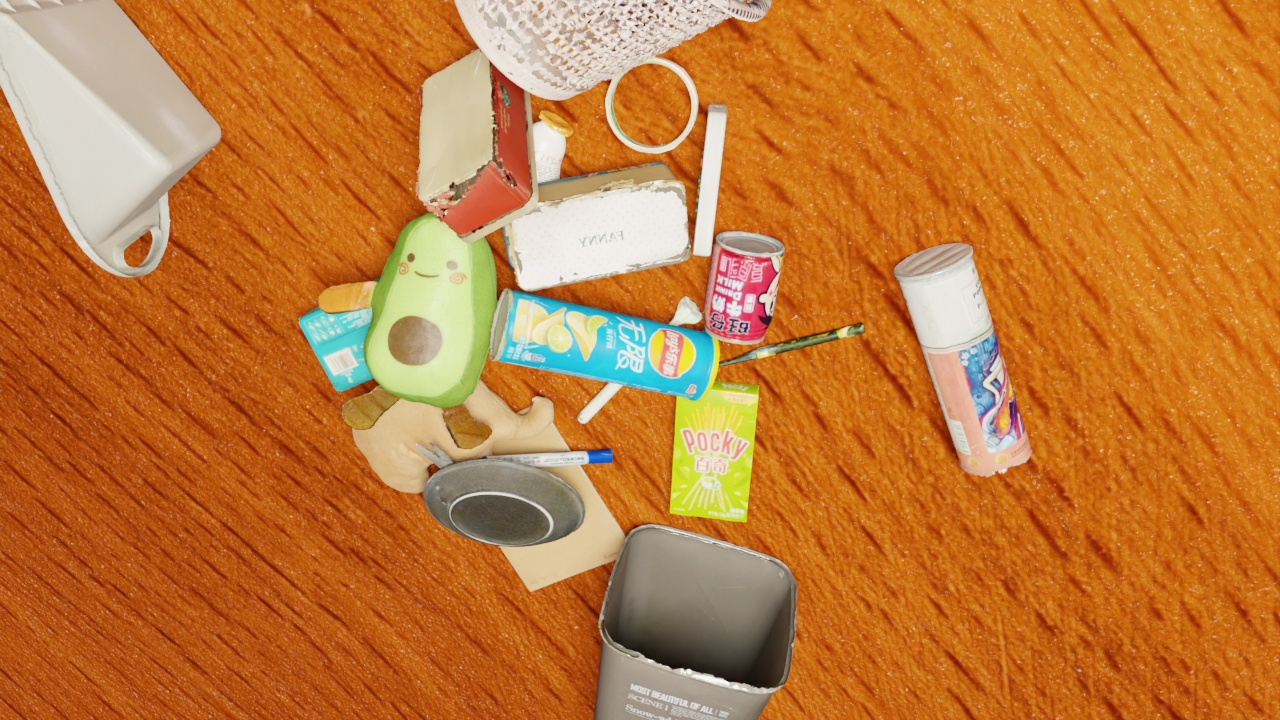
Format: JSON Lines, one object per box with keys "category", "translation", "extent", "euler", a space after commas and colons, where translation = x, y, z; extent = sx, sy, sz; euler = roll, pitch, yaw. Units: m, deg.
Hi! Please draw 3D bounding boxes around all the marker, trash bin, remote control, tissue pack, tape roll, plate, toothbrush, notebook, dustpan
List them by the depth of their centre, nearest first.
{"category": "trash bin", "translation": [-0.036, -0.319, 0.727], "extent": [0.193, 0.226, 0.227], "euler": [-27, 106, 34]}
{"category": "remote control", "translation": [0.063, -0.165, 0.846], "extent": [0.019, 0.056, 0.135], "euler": [6, 115, 3]}
{"category": "tape roll", "translation": [0.010, -0.236, 0.849], "extent": [0.086, 0.013, 0.086], "euler": [5, 115, 10]}
{"category": "dustpan", "translation": [-0.516, -0.217, 0.861], "extent": [0.143, 0.222, 0.258], "euler": [-35, 113, 11]}
{"category": "toothbrush", "translation": [0.132, -0.014, 0.924], "extent": [0.186, 0.012, 0.017], "euler": [-14, 99, 17]}
{"category": "toothbrush", "translation": [-0.006, 0.006, 0.958], "extent": [0.190, 0.020, 0.029], "euler": [-45, 74, 26]}
{"category": "tissue pack", "translation": [-0.290, -0.031, 0.984], "extent": [0.134, 0.050, 0.093], "euler": [-20, 106, 19]}
{"category": "marker", "translation": [-0.102, 0.107, 0.990], "extent": [0.145, 0.017, 0.017], "euler": [-2, 116, -16]}
{"category": "plate", "translation": [-0.150, 0.166, 1.001], "extent": [0.179, 0.024, 0.180], "euler": [4, 141, 3]}
{"category": "trash bin", "translation": [0.045, 0.336, 1.005], "extent": [0.199, 0.198, 0.220], "euler": [15, 121, 5]}
{"category": "notebook", "translation": [-0.121, 0.162, 1.056], "extent": [0.150, 0.012, 0.211], "euler": [-25, 106, 21]}

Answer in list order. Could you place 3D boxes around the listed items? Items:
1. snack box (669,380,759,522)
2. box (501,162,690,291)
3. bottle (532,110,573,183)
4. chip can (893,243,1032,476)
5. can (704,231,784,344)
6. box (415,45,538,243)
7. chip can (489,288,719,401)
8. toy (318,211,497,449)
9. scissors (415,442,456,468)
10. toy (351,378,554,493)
{"category": "snack box", "translation": [0.077, 0.096, 0.976], "extent": [0.086, 0.026, 0.156], "euler": [6, 114, 8]}
{"category": "box", "translation": [-0.048, -0.123, 0.849], "extent": [0.184, 0.061, 0.090], "euler": [-9, 121, -7]}
{"category": "bottle", "translation": [-0.105, -0.182, 0.870], "extent": [0.063, 0.063, 0.109], "euler": [35, 116, -5]}
{"category": "chip can", "translation": [0.304, 0.002, 0.862], "extent": [0.071, 0.071, 0.215], "euler": [-18, 109, 18]}
{"category": "can", "translation": [0.097, -0.069, 0.876], "extent": [0.066, 0.066, 0.094], "euler": [11, 115, 7]}
{"category": "box", "translation": [-0.151, -0.197, 0.808], "extent": [0.091, 0.168, 0.080], "euler": [-23, 142, 20]}
{"category": "chip can", "translation": [-0.033, -0.014, 0.876], "extent": [0.210, 0.071, 0.071], "euler": [12, 117, -18]}
{"category": "toy", "translation": [-0.205, -0.034, 0.903], "extent": [0.227, 0.090, 0.247], "euler": [10, 99, -4]}
{"category": "scissors", "translation": [-0.179, 0.131, 0.995], "extent": [0.146, 0.014, 0.172], "euler": [10, 143, -11]}
{"category": "toy", "translation": [-0.209, 0.066, 0.994], "extent": [0.226, 0.082, 0.143], "euler": [-17, 119, 19]}
